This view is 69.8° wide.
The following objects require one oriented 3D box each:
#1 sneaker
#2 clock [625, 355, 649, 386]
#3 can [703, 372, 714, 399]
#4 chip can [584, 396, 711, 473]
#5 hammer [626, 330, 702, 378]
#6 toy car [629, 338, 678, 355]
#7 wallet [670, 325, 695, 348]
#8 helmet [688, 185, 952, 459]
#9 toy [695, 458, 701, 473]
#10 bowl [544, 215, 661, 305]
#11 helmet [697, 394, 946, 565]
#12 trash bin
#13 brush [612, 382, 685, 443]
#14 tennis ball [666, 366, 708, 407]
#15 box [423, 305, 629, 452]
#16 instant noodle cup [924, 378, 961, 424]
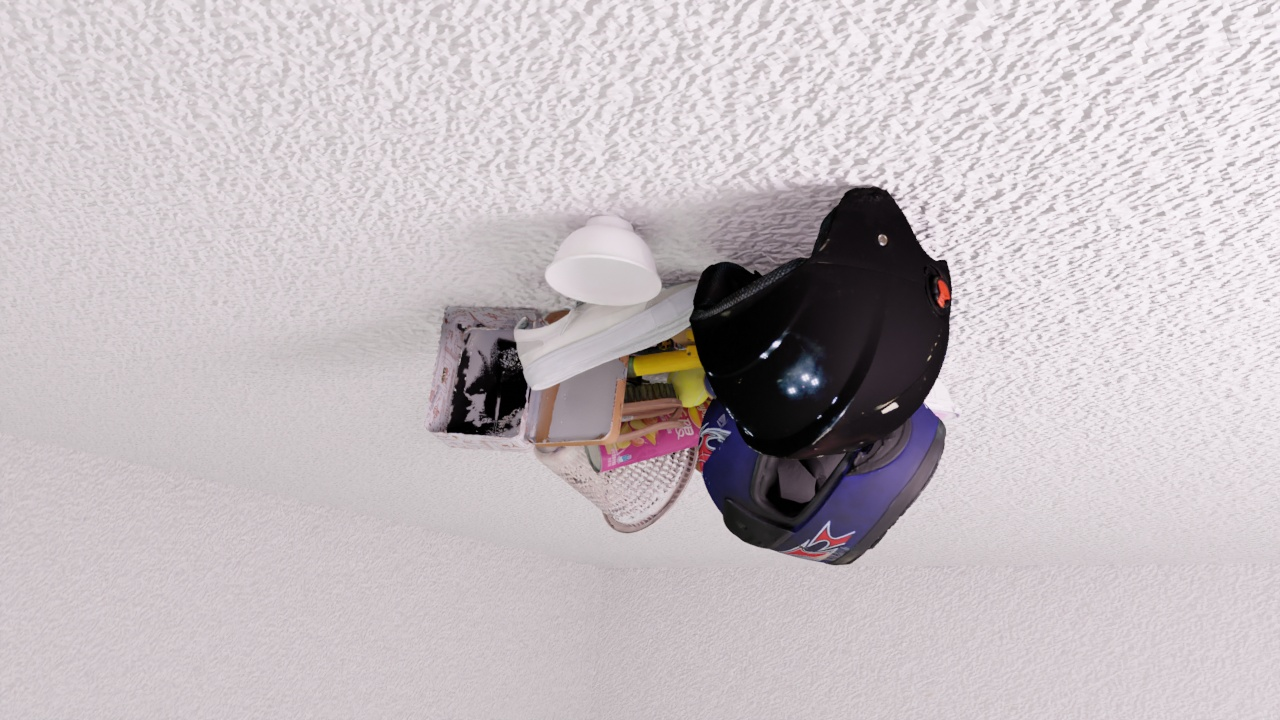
[{"bbox_3d":[-0.033,-0.053,1.061,0.242,0.090,0.089,-23,170,4],"label":"sneaker"},{"bbox_3d":[-0.047,0.012,1.290,0.122,0.055,0.082,2,161,1],"label":"clock"},{"bbox_3d":[0.163,0.036,1.274,0.148,0.074,0.049,14,156,-23],"label":"can"},{"bbox_3d":[0.026,0.104,1.325,0.210,0.071,0.072,-14,168,-21],"label":"chip can"},{"bbox_3d":[-0.007,0.007,1.191,0.301,0.032,0.128,-8,162,24],"label":"hammer"},{"bbox_3d":[-0.010,-0.025,1.206,0.122,0.037,0.056,4,165,-12],"label":"toy car"},{"bbox_3d":[0.069,-0.041,1.148,0.090,0.033,0.115,-6,161,28],"label":"wallet"},{"bbox_3d":[0.184,-0.024,0.897,0.274,0.230,0.234,-6,172,-33],"label":"helmet"},{"bbox_3d":[0.180,0.129,1.472,0.200,0.139,0.130,-8,118,14],"label":"toy"},{"bbox_3d":[-0.035,-0.108,0.932,0.118,0.064,0.118,4,161,1],"label":"bowl"},{"bbox_3d":[0.193,0.102,1.096,0.240,0.246,0.316,32,160,6],"label":"helmet"},{"bbox_3d":[-0.051,0.129,1.432,0.192,0.227,0.228,34,149,-30],"label":"trash bin"},{"bbox_3d":[-0.012,0.072,1.257,0.145,0.073,0.063,-6,159,-12],"label":"brush"},{"bbox_3d":[0.069,0.034,1.304,0.065,0.065,0.065,5,161,2],"label":"tennis ball"},{"bbox_3d":[-0.133,0.023,1.161,0.261,0.178,0.105,1,161,12],"label":"box"},{"bbox_3d":[0.347,0.054,1.295,0.173,0.060,0.138,8,161,-9],"label":"instant noodle cup"}]
